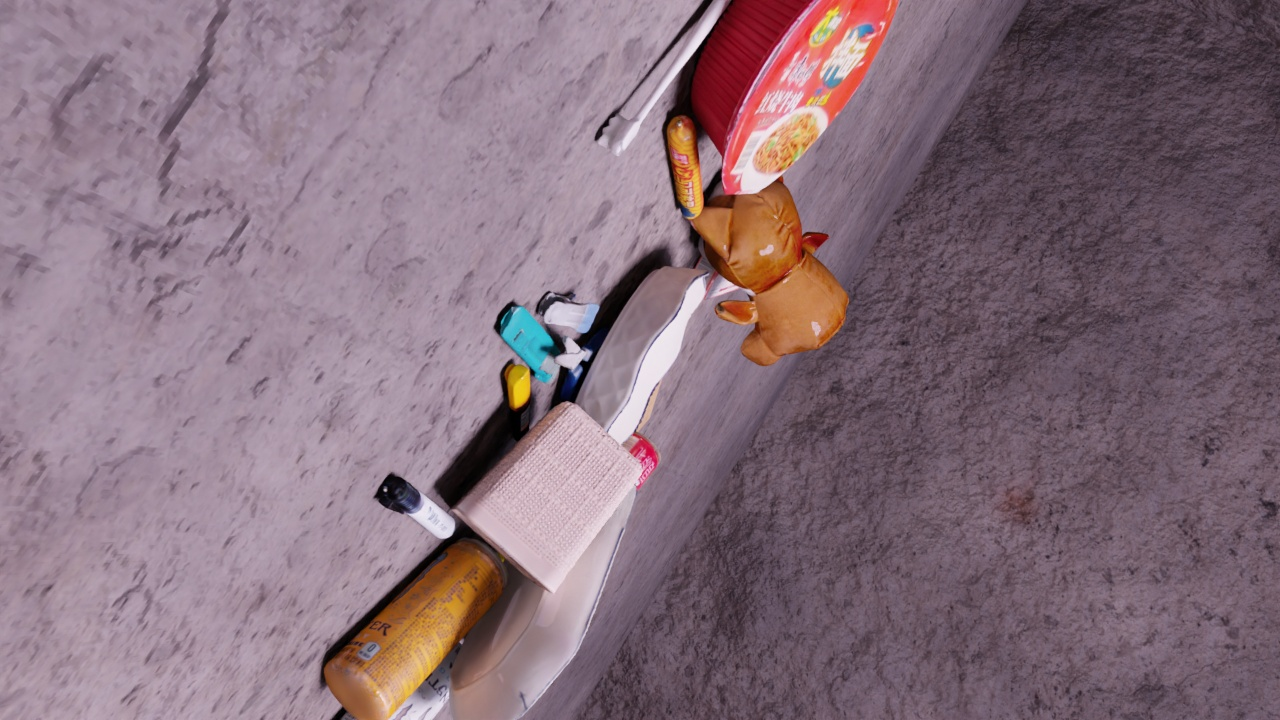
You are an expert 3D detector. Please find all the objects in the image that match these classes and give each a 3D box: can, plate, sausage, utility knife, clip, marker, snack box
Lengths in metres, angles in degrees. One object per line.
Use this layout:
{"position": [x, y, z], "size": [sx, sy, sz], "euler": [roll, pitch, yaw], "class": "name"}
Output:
{"position": [-0.163, 0.197, 0.682], "size": [0.145, 0.058, 0.058], "euler": [-44, 161, -48], "class": "can"}
{"position": [-0.005, 0.005, 0.809], "size": [0.204, 0.045, 0.205], "euler": [-60, 174, -11], "class": "plate"}
{"position": [0.036, -0.145, 0.707], "size": [0.021, 0.021, 0.165], "euler": [-56, 167, -8], "class": "sausage"}
{"position": [-0.073, -0.008, 0.639], "size": [0.029, 0.013, 0.151], "euler": [-59, 167, -8], "class": "utility knife"}
{"position": [-0.054, -0.035, 0.640], "size": [0.027, 0.045, 0.058], "euler": [-60, 162, 12], "class": "clip"}
{"position": [-0.036, 0.137, 0.979], "size": [0.132, 0.053, 0.053], "euler": [-48, 164, -33], "class": "can"}
{"position": [-0.086, 0.187, 0.753], "size": [0.162, 0.034, 0.264], "euler": [-38, -164, 33], "class": "plate"}
{"position": [-0.202, 0.286, 0.742], "size": [0.146, 0.058, 0.058], "euler": [-48, 164, -37], "class": "can"}
{"position": [-0.147, 0.101, 0.611], "size": [0.022, 0.018, 0.131], "euler": [-46, 164, -14], "class": "marker"}
{"position": [-0.090, 0.034, 0.677], "size": [0.018, 0.015, 0.124], "euler": [-51, 168, -23], "class": "marker"}
{"position": [0.097, -0.111, 1.005], "size": [0.077, 0.027, 0.155], "euler": [-63, 167, 17], "class": "snack box"}

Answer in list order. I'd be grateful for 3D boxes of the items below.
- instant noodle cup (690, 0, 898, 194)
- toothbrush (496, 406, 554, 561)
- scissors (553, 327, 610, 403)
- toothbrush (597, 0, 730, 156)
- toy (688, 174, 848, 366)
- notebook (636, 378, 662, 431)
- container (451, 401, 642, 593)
{"position": [0.101, -0.213, 0.654], "size": [0.193, 0.066, 0.194], "euler": [-45, 164, -17], "class": "instant noodle cup"}
{"position": [-0.099, 0.116, 0.824], "size": [0.015, 0.016, 0.191], "euler": [-39, 158, -55], "class": "toothbrush"}
{"position": [-0.054, 0.009, 0.715], "size": [0.125, 0.012, 0.173], "euler": [-62, 173, 25], "class": "scissors"}
{"position": [0.027, -0.198, 0.575], "size": [0.179, 0.016, 0.016], "euler": [-56, 172, -17], "class": "toothbrush"}
{"position": [0.115, -0.098, 0.873], "size": [0.139, 0.131, 0.199], "euler": [-57, 134, -26], "class": "toy"}
{"position": [-0.035, 0.087, 1.009], "size": [0.210, 0.012, 0.150], "euler": [-48, 164, -36], "class": "notebook"}
{"position": [-0.067, 0.097, 0.674], "size": [0.110, 0.090, 0.090], "euler": [-49, -175, -17], "class": "container"}
